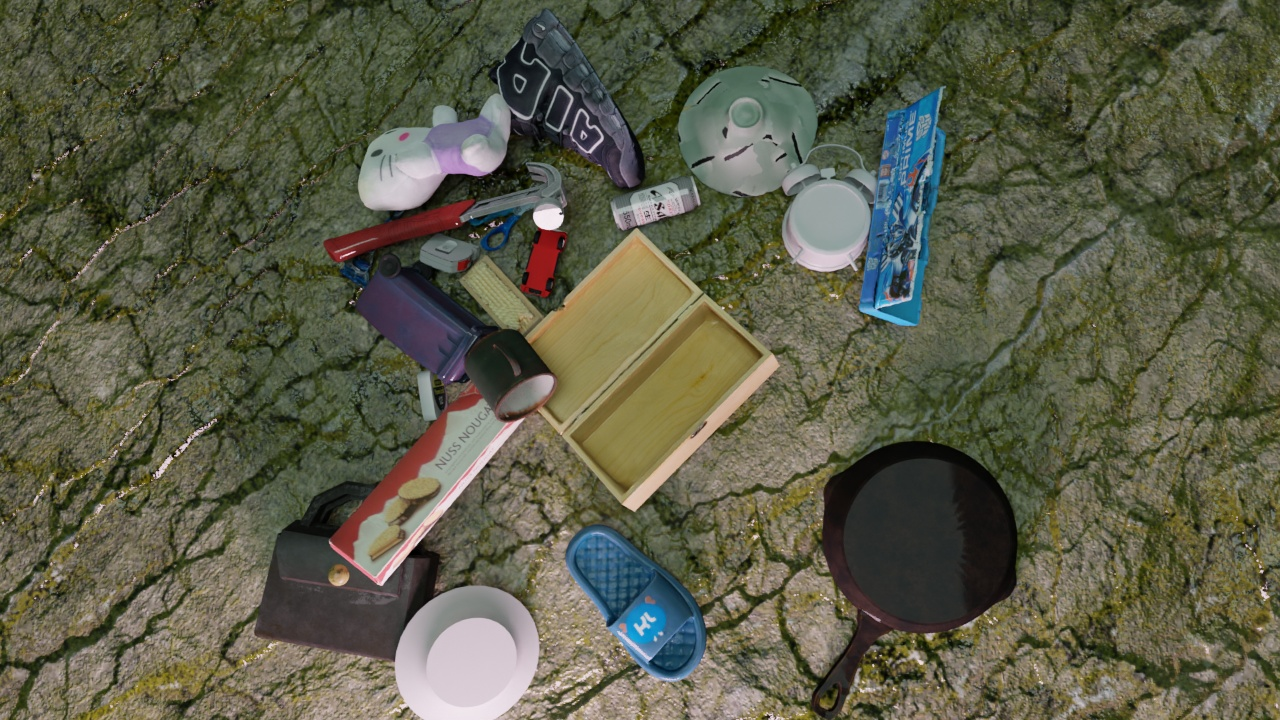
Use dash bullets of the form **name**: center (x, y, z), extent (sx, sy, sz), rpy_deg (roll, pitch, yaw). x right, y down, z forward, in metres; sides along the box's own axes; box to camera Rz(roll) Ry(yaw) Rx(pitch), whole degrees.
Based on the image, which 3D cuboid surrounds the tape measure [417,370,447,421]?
- **tape measure**: center (-0.257, 0.044, 1.141), extent (0.017, 0.064, 0.065), rpy_deg (-9, 91, 4)

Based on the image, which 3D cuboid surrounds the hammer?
- **hammer**: center (-0.245, -0.177, 1.144), extent (0.316, 0.036, 0.126), rpy_deg (-13, 40, 8)

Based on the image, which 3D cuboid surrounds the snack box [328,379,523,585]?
- **snack box**: center (-0.247, 0.133, 1.091), extent (0.076, 0.044, 0.272), rpy_deg (35, 67, 12)

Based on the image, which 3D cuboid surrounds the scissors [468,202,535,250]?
- **scissors**: center (-0.153, -0.188, 1.179), extent (0.134, 0.016, 0.073), rpy_deg (-23, 79, -2)

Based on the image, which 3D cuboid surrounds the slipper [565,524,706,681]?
- **slipper**: center (-0.004, 0.285, 1.099), extent (0.104, 0.059, 0.213), rpy_deg (-41, 81, -2)

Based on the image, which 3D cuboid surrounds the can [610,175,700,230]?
- **can**: center (0.018, -0.197, 1.145), extent (0.106, 0.044, 0.044), rpy_deg (-16, 84, 4)

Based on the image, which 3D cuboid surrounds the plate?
- **plate**: center (-0.201, 0.356, 1.090), extent (0.172, 0.019, 0.173), rpy_deg (-1, 94, -22)

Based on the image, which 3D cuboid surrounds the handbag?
- **handbag**: center (-0.347, 0.248, 1.111), extent (0.197, 0.102, 0.199), rpy_deg (7, 86, 6)

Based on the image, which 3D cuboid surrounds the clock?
- **clock**: center (0.230, -0.186, 1.120), extent (0.120, 0.061, 0.159), rpy_deg (7, 81, 5)

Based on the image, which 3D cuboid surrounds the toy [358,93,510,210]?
- **toy**: center (-0.253, -0.251, 1.127), extent (0.210, 0.085, 0.137), rpy_deg (-10, 46, 26)

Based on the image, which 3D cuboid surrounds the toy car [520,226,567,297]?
- **toy car**: center (-0.122, -0.126, 1.162), extent (0.038, 0.025, 0.089), rpy_deg (15, 87, 6)

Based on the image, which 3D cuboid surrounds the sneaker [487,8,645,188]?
- **sneaker**: center (-0.106, -0.299, 1.145), extent (0.151, 0.097, 0.252), rpy_deg (-33, 82, 7)

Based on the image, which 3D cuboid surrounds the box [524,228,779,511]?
- **box**: center (-0.007, 0.006, 1.118), extent (0.247, 0.076, 0.257), rpy_deg (-44, 74, -1)

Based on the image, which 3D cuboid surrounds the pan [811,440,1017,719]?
- **pan**: center (0.300, 0.265, 1.078), extent (0.249, 0.043, 0.356), rpy_deg (30, 88, 7)

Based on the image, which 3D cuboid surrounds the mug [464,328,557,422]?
- **mug**: center (-0.155, 0.009, 1.074), extent (0.084, 0.111, 0.081), rpy_deg (-32, 66, -17)

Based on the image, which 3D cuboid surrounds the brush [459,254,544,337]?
- **brush**: center (-0.177, -0.079, 1.156), extent (0.049, 0.039, 0.117), rpy_deg (-43, 82, 2)

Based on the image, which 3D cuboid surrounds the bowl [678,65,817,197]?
- **bowl**: center (0.131, -0.295, 1.132), extent (0.174, 0.068, 0.174), rpy_deg (-1, 85, 8)

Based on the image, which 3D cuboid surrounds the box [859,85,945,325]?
- **box**: center (0.301, -0.174, 1.063), extent (0.075, 0.166, 0.243), rpy_deg (8, 85, 19)

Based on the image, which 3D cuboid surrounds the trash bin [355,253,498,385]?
- **trash bin**: center (-0.258, -0.050, 1.135), extent (0.161, 0.093, 0.092), rpy_deg (37, 98, 9)

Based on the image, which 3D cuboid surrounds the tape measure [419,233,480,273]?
- **tape measure**: center (-0.242, -0.136, 1.158), extent (0.060, 0.062, 0.020), rpy_deg (18, 122, 7)

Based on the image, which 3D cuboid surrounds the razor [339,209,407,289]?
- **razor**: center (-0.336, -0.162, 1.189), extent (0.044, 0.018, 0.141), rpy_deg (34, 89, 8)
